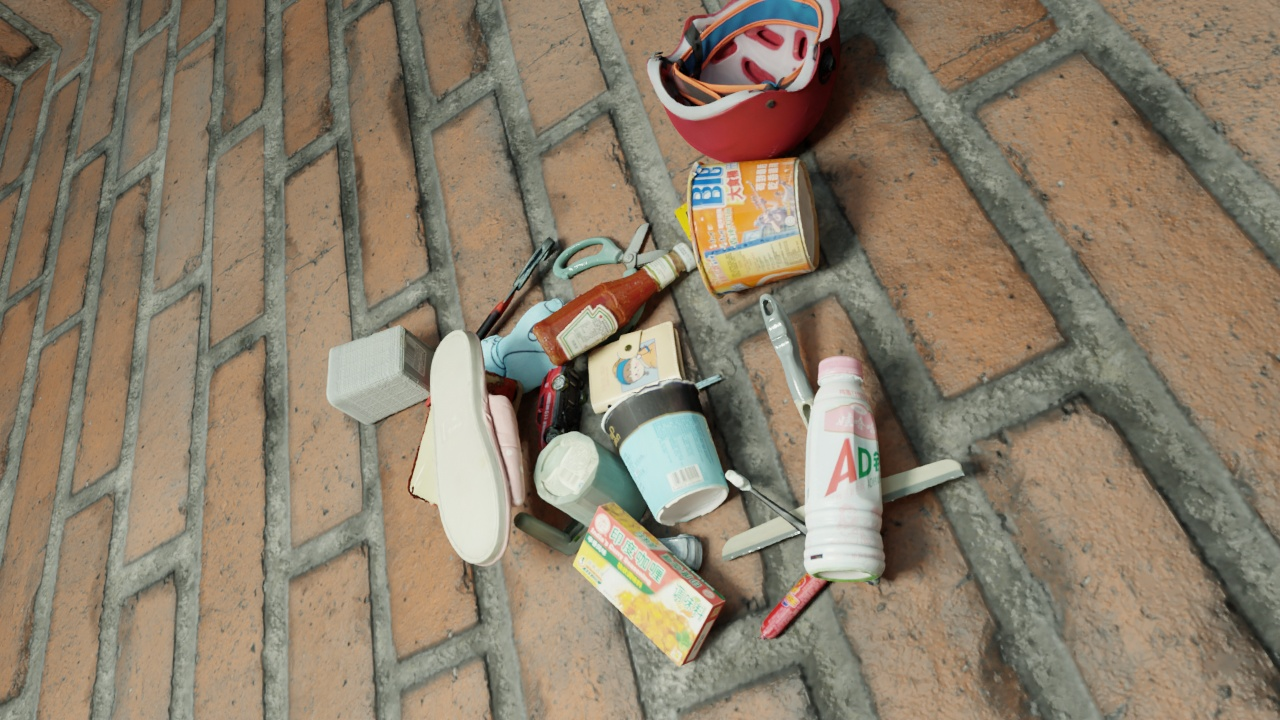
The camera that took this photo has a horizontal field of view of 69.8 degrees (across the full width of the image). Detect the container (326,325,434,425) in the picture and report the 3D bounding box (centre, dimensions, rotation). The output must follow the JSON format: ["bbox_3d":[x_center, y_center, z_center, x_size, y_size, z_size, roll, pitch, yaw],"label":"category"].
[{"bbox_3d":[-0.340,0.018,1.219,0.114,0.090,0.090,-20,56,18],"label":"container"}]

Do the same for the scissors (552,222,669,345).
[{"bbox_3d":[-0.046,-0.093,1.137,0.174,0.019,0.169,-2,63,30],"label":"scissors"}]

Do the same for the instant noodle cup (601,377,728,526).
[{"bbox_3d":[0.032,0.098,0.934,0.111,0.111,0.120,-32,61,14],"label":"instant noodle cup"}]

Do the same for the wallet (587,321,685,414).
[{"bbox_3d":[-0.006,0.006,1.055,0.115,0.024,0.087,-21,60,23],"label":"wallet"}]

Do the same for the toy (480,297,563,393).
[{"bbox_3d":[-0.145,-0.004,1.131,0.156,0.049,0.161,11,81,34],"label":"toy"}]

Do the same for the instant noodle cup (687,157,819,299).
[{"bbox_3d":[0.125,-0.147,0.981,0.112,0.151,0.151,-7,61,20],"label":"instant noodle cup"}]

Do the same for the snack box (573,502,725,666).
[{"bbox_3d":[0.005,0.215,0.894,0.156,0.027,0.077,36,114,31],"label":"snack box"}]

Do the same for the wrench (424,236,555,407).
[{"bbox_3d":[-0.196,-0.049,1.193,0.016,0.056,0.273,37,89,-2],"label":"wrench"}]

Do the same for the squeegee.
[{"bbox_3d":[0.162,0.045,0.907,0.247,0.039,0.246,-27,63,26],"label":"squeegee"}]

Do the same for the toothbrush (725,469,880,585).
[{"bbox_3d":[0.147,0.152,0.852,0.181,0.018,0.015,34,89,35],"label":"toothbrush"}]

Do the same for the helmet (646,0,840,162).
[{"bbox_3d":[0.137,-0.324,1.071,0.207,0.144,0.239,28,68,39],"label":"helmet"}]

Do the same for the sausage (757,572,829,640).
[{"bbox_3d":[0.162,0.200,0.842,0.156,0.020,0.020,-47,50,2],"label":"sausage"}]

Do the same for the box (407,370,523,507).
[{"bbox_3d":[-0.210,0.090,1.077,0.091,0.079,0.168,12,86,37],"label":"box"}]

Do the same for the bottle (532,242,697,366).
[{"bbox_3d":[-0.027,-0.069,1.063,0.206,0.060,0.059,-34,50,-7],"label":"bottle"}]

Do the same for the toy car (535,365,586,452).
[{"bbox_3d":[-0.094,0.065,1.059,0.045,0.053,0.120,-15,55,27],"label":"toy car"}]

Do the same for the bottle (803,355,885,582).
[{"bbox_3d":[0.178,0.093,0.813,0.068,0.068,0.196,-9,65,28],"label":"bottle"}]

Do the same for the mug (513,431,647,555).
[{"bbox_3d":[-0.065,0.144,0.962,0.124,0.103,0.083,-47,50,0],"label":"mug"}]

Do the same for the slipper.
[{"bbox_3d":[-0.173,0.089,0.981,0.114,0.054,0.274,-40,52,33],"label":"slipper"}]

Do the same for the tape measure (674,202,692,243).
[{"bbox_3d":[0.072,-0.172,1.098,0.057,0.029,0.060,-33,52,12],"label":"tape measure"}]

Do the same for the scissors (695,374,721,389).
[{"bbox_3d":[0.028,0.045,1.004,0.135,0.017,0.063,-22,16,13],"label":"scissors"}]

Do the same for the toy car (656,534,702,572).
[{"bbox_3d":[0.019,0.198,0.925,0.091,0.034,0.042,-13,62,28],"label":"toy car"}]
